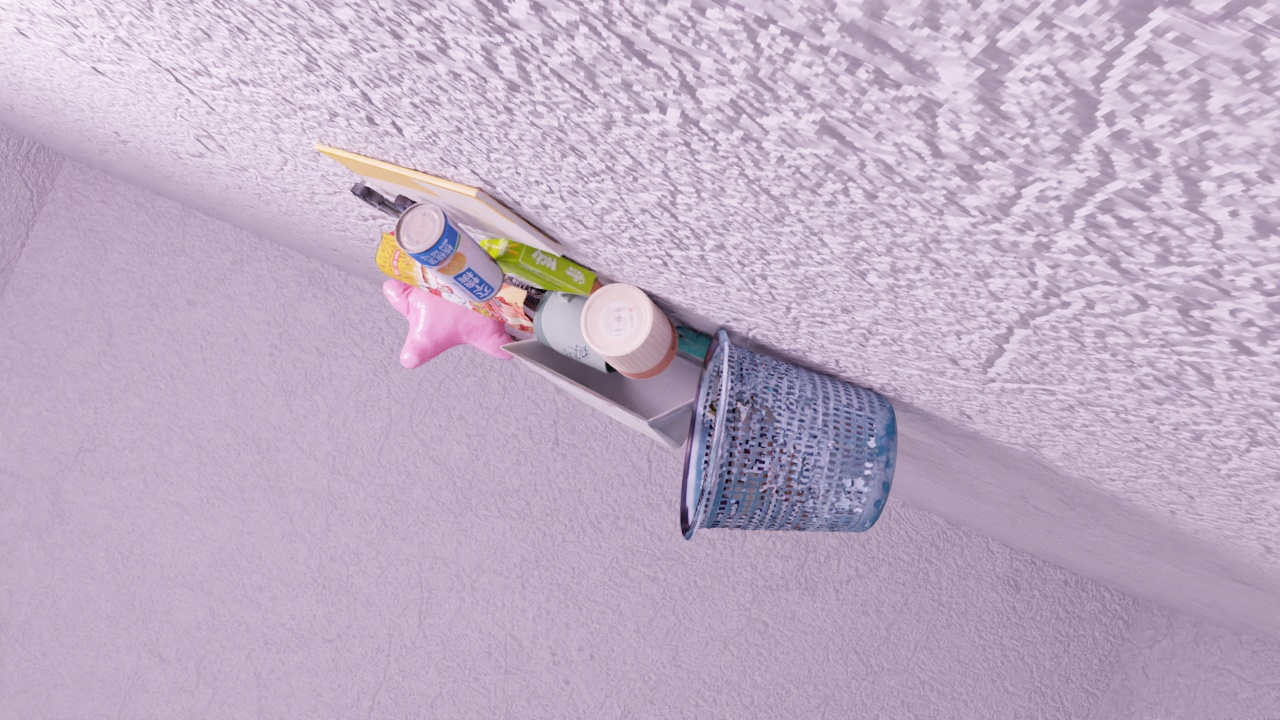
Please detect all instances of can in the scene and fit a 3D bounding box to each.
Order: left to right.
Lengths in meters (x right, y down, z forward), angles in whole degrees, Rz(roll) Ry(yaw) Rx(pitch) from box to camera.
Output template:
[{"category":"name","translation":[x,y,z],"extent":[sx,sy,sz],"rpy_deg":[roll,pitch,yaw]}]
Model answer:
[{"category":"can","translation":[-0.186,-0.104,0.912],"extent":[0.053,0.053,0.134],"rpy_deg":[20,169,23]}]

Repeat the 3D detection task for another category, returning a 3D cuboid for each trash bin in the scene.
[{"category":"trash bin","translation":[0.157,0.094,0.980],"extent":[0.195,0.226,0.226],"rpy_deg":[10,176,-3]}]

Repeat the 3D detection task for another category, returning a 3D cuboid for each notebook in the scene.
[{"category":"notebook","translation":[-0.187,-0.151,0.861],"extent":[0.206,0.010,0.145],"rpy_deg":[20,175,28]}]

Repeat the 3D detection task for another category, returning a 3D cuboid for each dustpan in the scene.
[{"category":"dustpan","translation":[-0.007,0.007,1.162],"extent":[0.223,0.142,0.258],"rpy_deg":[26,171,25]}]

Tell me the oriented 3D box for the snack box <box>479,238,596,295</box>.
[{"category":"snack box","translation":[-0.117,-0.102,0.992],"extent":[0.085,0.026,0.156],"rpy_deg":[25,175,-27]}]

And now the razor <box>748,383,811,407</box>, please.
[{"category":"razor","translation":[0.193,0.046,1.225],"extent":[0.132,0.028,0.043],"rpy_deg":[21,-153,-17]}]

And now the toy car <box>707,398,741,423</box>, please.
[{"category":"toy car","translation":[0.093,0.045,1.447],"extent":[0.158,0.042,0.070],"rpy_deg":[40,-167,21]}]

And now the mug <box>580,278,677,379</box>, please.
[{"category":"mug","translation":[-0.020,-0.042,0.982],"extent":[0.114,0.082,0.106],"rpy_deg":[52,-176,19]}]

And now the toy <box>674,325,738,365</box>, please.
[{"category":"toy","translation":[0.077,-0.014,1.080],"extent":[0.092,0.030,0.096],"rpy_deg":[24,179,2]}]

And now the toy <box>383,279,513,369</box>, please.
[{"category":"toy","translation":[-0.243,-0.078,1.235],"extent":[0.194,0.178,0.075],"rpy_deg":[-8,163,-21]}]

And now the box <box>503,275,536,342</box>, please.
[{"category":"box","translation":[-0.188,-0.072,1.313],"extent":[0.184,0.089,0.060],"rpy_deg":[23,177,21]}]

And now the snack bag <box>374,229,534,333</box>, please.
[{"category":"snack bag","translation":[-0.219,-0.097,1.135],"extent":[0.208,0.073,0.129],"rpy_deg":[27,165,12]}]

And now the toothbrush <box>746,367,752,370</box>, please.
[{"category":"toothbrush","translation":[0.143,0.019,1.243],"extent":[0.014,0.016,0.189],"rpy_deg":[23,174,5]}]

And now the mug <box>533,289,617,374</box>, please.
[{"category":"mug","translation":[-0.067,-0.049,1.087],"extent":[0.106,0.082,0.112],"rpy_deg":[24,148,18]}]

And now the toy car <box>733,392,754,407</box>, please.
[{"category":"toy car","translation":[0.125,0.033,1.358],"extent":[0.120,0.036,0.054],"rpy_deg":[30,176,-28]}]

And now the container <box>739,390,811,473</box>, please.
[{"category":"container","translation":[0.201,0.109,1.382],"extent":[0.090,0.114,0.090],"rpy_deg":[23,176,-8]}]

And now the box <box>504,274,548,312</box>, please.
[{"category":"box","translation":[-0.127,-0.087,1.177],"extent":[0.070,0.055,0.164],"rpy_deg":[10,174,6]}]

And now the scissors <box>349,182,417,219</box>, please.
[{"category":"scissors","translation":[-0.224,-0.138,0.957],"extent":[0.159,0.014,0.178],"rpy_deg":[27,171,-5]}]
